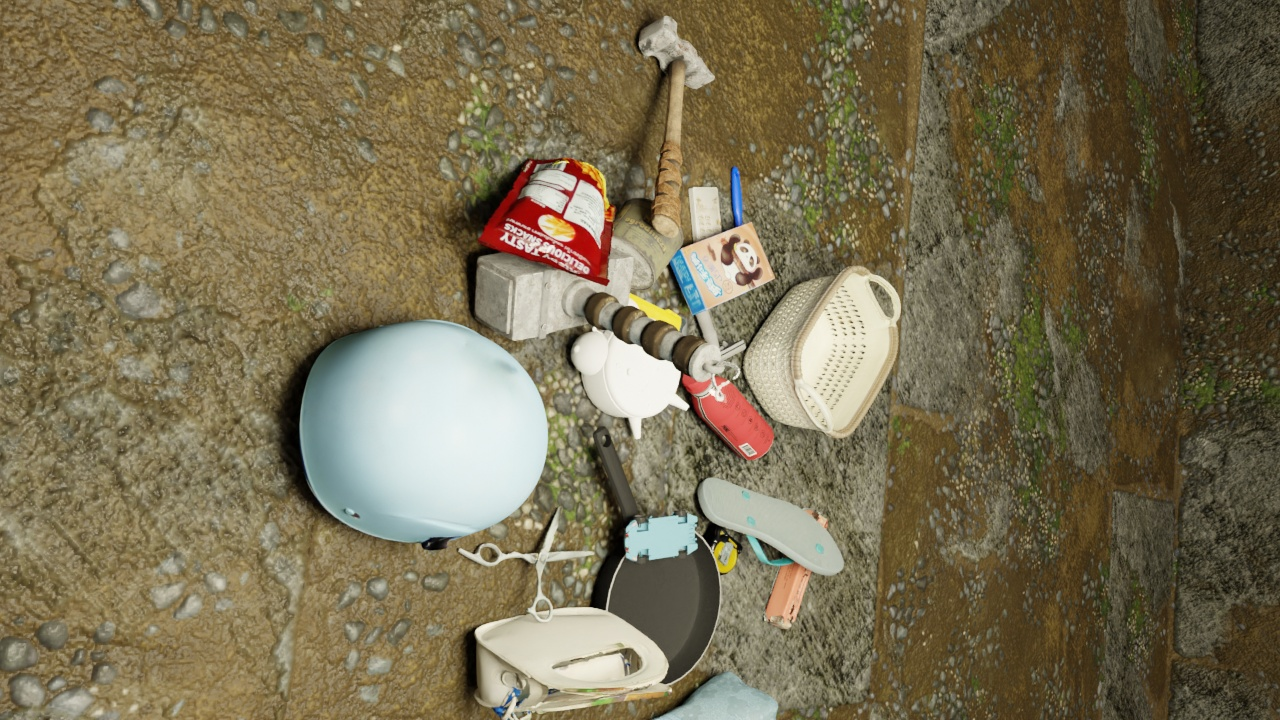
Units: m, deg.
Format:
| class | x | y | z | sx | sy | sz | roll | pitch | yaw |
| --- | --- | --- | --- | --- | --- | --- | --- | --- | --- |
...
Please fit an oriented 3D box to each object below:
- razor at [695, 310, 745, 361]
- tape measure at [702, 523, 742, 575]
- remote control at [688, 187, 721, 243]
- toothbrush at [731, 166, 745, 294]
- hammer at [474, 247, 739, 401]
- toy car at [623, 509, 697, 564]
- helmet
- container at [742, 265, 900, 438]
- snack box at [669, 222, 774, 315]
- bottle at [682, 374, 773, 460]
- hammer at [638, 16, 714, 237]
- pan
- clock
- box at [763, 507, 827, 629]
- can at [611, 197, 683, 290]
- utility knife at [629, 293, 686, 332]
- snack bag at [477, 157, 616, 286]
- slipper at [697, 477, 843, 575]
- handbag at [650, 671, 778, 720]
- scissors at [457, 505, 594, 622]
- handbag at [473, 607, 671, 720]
| class | x | y | z | sx | sy | sz | roll | pitch | yaw |
| --- | --- | --- | --- | --- | --- | --- | --- | --- | --- |
| razor | 0.088 | -0.051 | 1.248 | 0.088 | 0.047 | 0.116 | -26 | 99 | -40 |
| tape measure | 0.109 | 0.265 | 1.263 | 0.061 | 0.034 | 0.061 | 43 | 64 | -33 |
| remote control | 0.093 | -0.171 | 1.270 | 0.050 | 0.011 | 0.136 | -10 | 96 | -42 |
| toothbrush | 0.139 | -0.186 | 1.313 | 0.016 | 0.018 | 0.182 | -3 | 88 | -43 |
| hammer | -0.016 | -0.040 | 0.961 | 0.176 | 0.326 | 0.080 | -15 | 122 | -42 |
| toy car | 0.020 | 0.215 | 1.126 | 0.107 | 0.028 | 0.060 | -1 | 91 | -34 |
| helmet | -0.189 | 0.072 | 0.908 | 0.265 | 0.167 | 0.225 | 24 | 63 | -49 |
| container | 0.265 | -0.013 | 1.337 | 0.245 | 0.143 | 0.184 | -51 | 121 | -31 |
| snack box | 0.111 | -0.126 | 1.242 | 0.151 | 0.034 | 0.087 | -26 | 94 | -39 |
| bottle | 0.115 | 0.067 | 1.240 | 0.176 | 0.062 | 0.062 | 46 | 60 | -39 |
| hammer | 0.041 | -0.285 | 1.140 | 0.121 | 0.049 | 0.318 | 36 | 47 | -41 |
| pan | -0.002 | 0.242 | 1.154 | 0.203 | 0.044 | 0.356 | -33 | 111 | -38 |
| clock | -0.007 | 0.006 | 1.132 | 0.161 | 0.073 | 0.125 | 52 | 58 | -30 |
| box | 0.237 | 0.314 | 1.376 | 0.186 | 0.059 | 0.056 | -64 | 159 | -21 |
| can | -0.003 | -0.143 | 1.128 | 0.090 | 0.090 | 0.074 | 52 | 57 | -29 |
| utility knife | 0.003 | -0.067 | 1.183 | 0.151 | 0.017 | 0.030 | 25 | 68 | -41 |
| snack bag | -0.087 | -0.156 | 0.999 | 0.139 | 0.067 | 0.207 | 25 | 30 | -12 |
| slipper | 0.178 | 0.238 | 1.310 | 0.268 | 0.055 | 0.098 | 29 | 39 | -25 |
| handbag | 0.086 | 0.497 | 1.191 | 0.191 | 0.122 | 0.119 | -20 | 120 | -43 |
| scissors | -0.126 | 0.225 | 1.043 | 0.174 | 0.014 | 0.141 | 16 | 55 | -29 |
| handbag | -0.068 | 0.342 | 0.990 | 0.200 | 0.200 | 0.093 | 1 | 92 | -40 |
